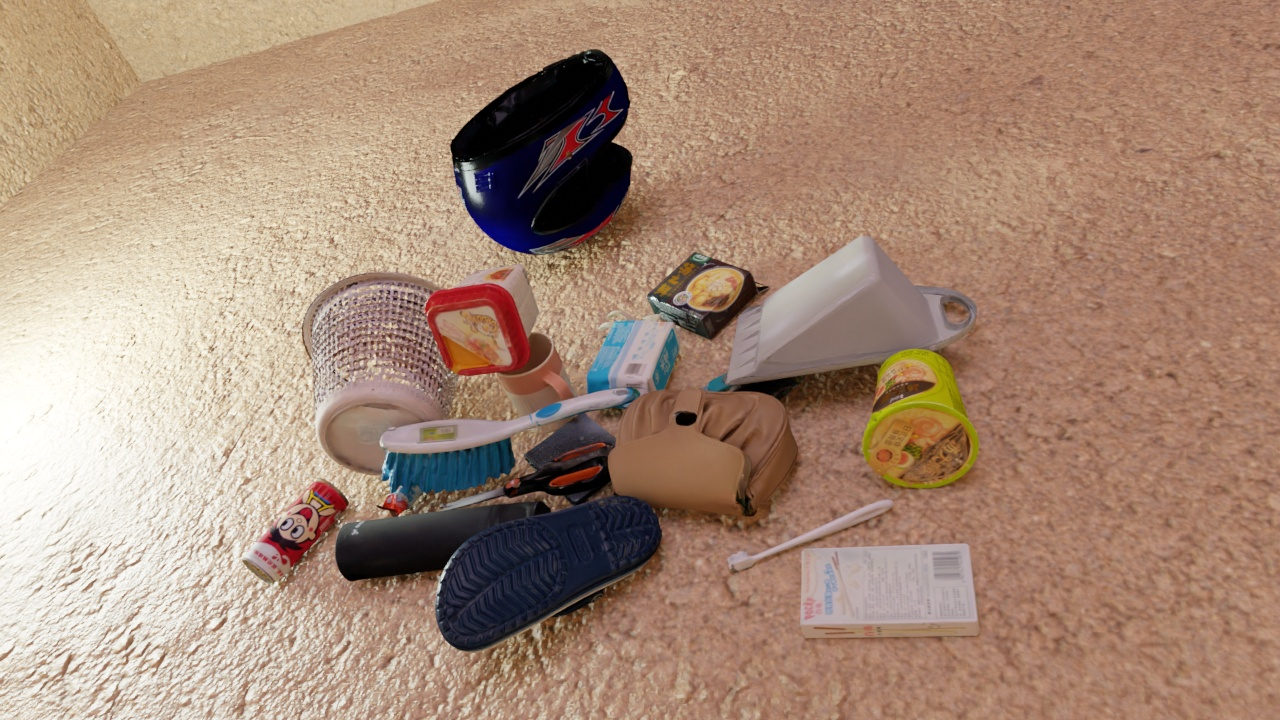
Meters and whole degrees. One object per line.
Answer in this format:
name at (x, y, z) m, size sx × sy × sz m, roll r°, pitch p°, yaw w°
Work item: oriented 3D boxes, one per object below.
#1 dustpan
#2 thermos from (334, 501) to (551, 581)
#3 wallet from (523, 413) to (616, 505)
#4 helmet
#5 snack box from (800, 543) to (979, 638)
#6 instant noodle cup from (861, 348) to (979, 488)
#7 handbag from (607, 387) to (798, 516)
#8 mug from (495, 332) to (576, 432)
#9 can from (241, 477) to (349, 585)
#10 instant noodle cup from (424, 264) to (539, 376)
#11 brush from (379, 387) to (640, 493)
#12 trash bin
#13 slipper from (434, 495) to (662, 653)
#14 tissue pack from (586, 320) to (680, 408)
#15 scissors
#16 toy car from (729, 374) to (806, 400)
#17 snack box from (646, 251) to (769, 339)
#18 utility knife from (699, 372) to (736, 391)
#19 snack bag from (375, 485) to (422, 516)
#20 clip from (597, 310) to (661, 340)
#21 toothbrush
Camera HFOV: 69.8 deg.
dustpan at (0.255, -0.038, 1.107) m, size 0.258 × 0.142 × 0.222 m, roll -38°, pitch 13°, yaw 24°
thermos at (-0.220, 0.204, 1.056) m, size 0.243 × 0.068 × 0.089 m, roll -9°, pitch 8°, yaw 12°
wallet at (-0.074, 0.118, 1.117) m, size 0.097 × 0.019 × 0.121 m, roll -37°, pitch 43°, yaw -19°
helmet at (-0.130, -0.306, 1.452) m, size 0.315 × 0.240 × 0.247 m, roll -34°, pitch 40°, yaw 1°
snack box at (0.229, 0.214, 0.856) m, size 0.157 × 0.027 × 0.084 m, roll -7°, pitch 41°, yaw 18°
instant noodle cup at (0.290, 0.052, 0.964) m, size 0.112 × 0.112 × 0.123 m, roll -7°, pitch 33°, yaw 18°
handbag at (0.063, 0.096, 1.013) m, size 0.205 × 0.100 × 0.147 m, roll -1°, pitch 46°, yaw 28°
mug at (-0.122, 0.034, 1.165) m, size 0.081 × 0.106 × 0.115 m, roll -41°, pitch 43°, yaw -23°
can at (-0.427, 0.212, 1.140) m, size 0.053 × 0.053 × 0.132 m, roll 12°, pitch 49°, yaw 34°
instant noodle cup at (-0.186, -0.056, 1.134) m, size 0.116 × 0.117 × 0.124 m, roll -6°, pitch 28°, yaw 18°
brush at (-0.156, 0.092, 1.095) m, size 0.314 × 0.110 × 0.060 m, roll -5°, pitch 36°, yaw -7°
trash bin at (-0.327, 0.031, 1.176) m, size 0.227 × 0.228 × 0.191 m, roll -17°, pitch 43°, yaw 6°
slipper at (-0.097, 0.215, 0.949) m, size 0.252 × 0.095 × 0.105 m, roll -21°, pitch 65°, yaw -25°
tissue pack at (-0.007, 0.007, 1.178) m, size 0.090 × 0.063 × 0.139 m, roll 2°, pitch 45°, yaw 24°
scissors at (-0.137, 0.149, 1.060) m, size 0.235 × 0.022 × 0.139 m, roll -25°, pitch 21°, yaw -6°
toy car at (0.151, 0.034, 1.100) m, size 0.105 × 0.031 × 0.049 m, roll -34°, pitch 39°, yaw -18°
snack box at (0.093, -0.095, 1.269) m, size 0.125 × 0.053 × 0.113 m, roll -45°, pitch 44°, yaw -19°
utility knife at (0.122, 0.019, 1.145) m, size 0.219 × 0.013 × 0.029 m, roll -24°, pitch 38°, yaw -4°
snack bag at (-0.286, 0.158, 1.160) m, size 0.045 × 0.026 × 0.105 m, roll 0°, pitch 39°, yaw 41°
clip at (-0.008, -0.043, 1.259) m, size 0.101 × 0.074 × 0.034 m, roll 2°, pitch 43°, yaw 33°
toothbrush at (0.173, 0.176, 0.936) m, size 0.180 × 0.016 × 0.016 m, roll -22°, pitch 33°, yaw 1°
